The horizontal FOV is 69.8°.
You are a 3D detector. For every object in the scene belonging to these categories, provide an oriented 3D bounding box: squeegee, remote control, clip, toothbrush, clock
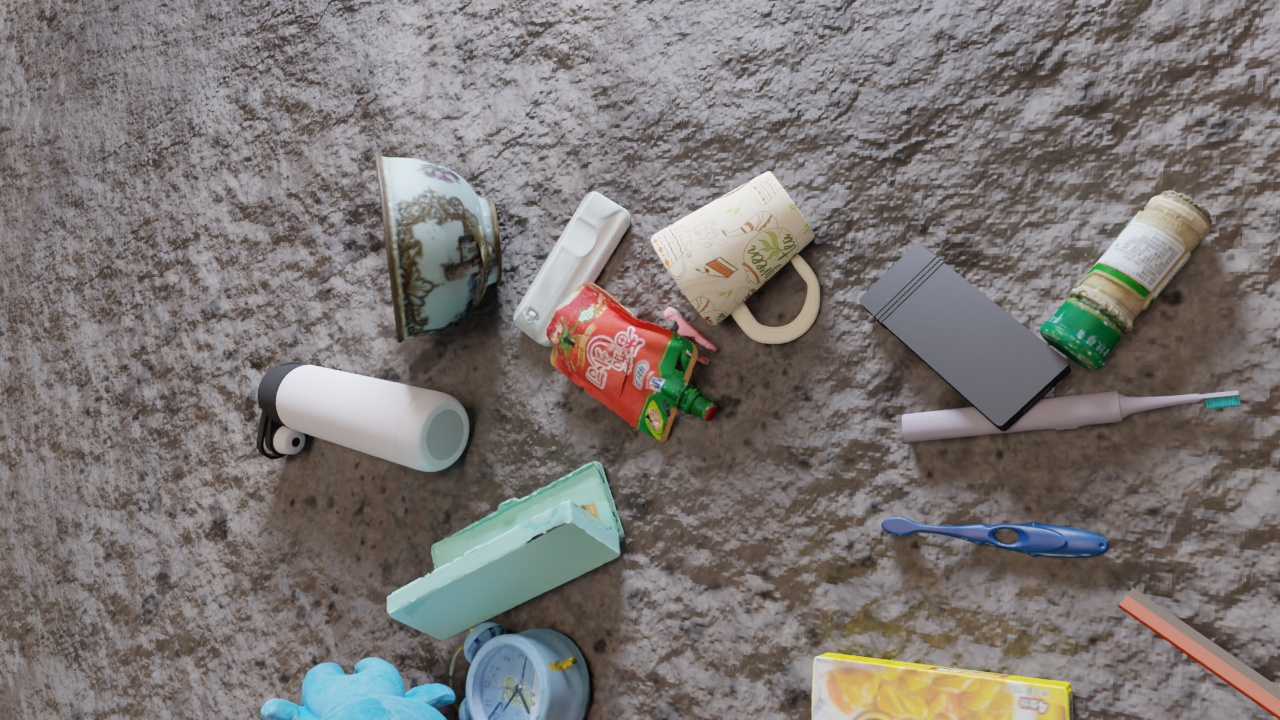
[{"bbox_3d":[0.307,0.269,0.458,0.249,0.055,0.185,38,109,31],"label":"squeegee"},{"bbox_3d":[0.206,-0.018,0.594,0.058,0.013,0.133,-45,53,9],"label":"remote control"},{"bbox_3d":[-0.060,-0.077,0.770,0.050,0.022,0.133,36,98,32],"label":"remote control"},{"bbox_3d":[0.030,-0.015,0.704,0.044,0.023,0.060,-42,60,21],"label":"clip"},{"bbox_3d":[0.257,0.032,0.562,0.188,0.018,0.019,-9,72,28],"label":"toothbrush"},{"bbox_3d":[-0.098,0.249,0.701,0.125,0.051,0.088,-1,78,34],"label":"clock"},{"bbox_3d":[0.218,0.109,0.571,0.132,0.016,0.021,1,80,28],"label":"toothbrush"}]

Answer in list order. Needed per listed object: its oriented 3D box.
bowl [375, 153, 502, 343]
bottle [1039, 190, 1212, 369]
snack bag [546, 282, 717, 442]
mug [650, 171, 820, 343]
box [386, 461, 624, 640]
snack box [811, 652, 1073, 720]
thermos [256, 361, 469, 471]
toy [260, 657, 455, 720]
[{"bbox_3d":[-0.170,-0.099,0.785,0.093,0.160,0.159,-7,71,-13],"label":"bowl"},{"bbox_3d":[0.290,-0.048,0.548,0.042,0.042,0.110,42,100,31],"label":"bottle"},{"bbox_3d":[-0.004,0.004,0.712,0.155,0.044,0.087,32,115,27],"label":"snack bag"},{"bbox_3d":[0.082,-0.068,0.666,0.097,0.081,0.122,-35,84,11],"label":"mug"},{"bbox_3d":[-0.108,0.143,0.733,0.189,0.077,0.091,-30,41,22],"label":"box"},{"bbox_3d":[0.180,0.226,0.558,0.152,0.025,0.075,-3,77,30],"label":"snack box"},{"bbox_3d":[-0.261,0.062,0.834,0.230,0.068,0.101,10,97,33],"label":"thermos"},{"bbox_3d":[-0.197,0.275,0.643,0.181,0.183,0.115,22,107,60],"label":"toy"}]
